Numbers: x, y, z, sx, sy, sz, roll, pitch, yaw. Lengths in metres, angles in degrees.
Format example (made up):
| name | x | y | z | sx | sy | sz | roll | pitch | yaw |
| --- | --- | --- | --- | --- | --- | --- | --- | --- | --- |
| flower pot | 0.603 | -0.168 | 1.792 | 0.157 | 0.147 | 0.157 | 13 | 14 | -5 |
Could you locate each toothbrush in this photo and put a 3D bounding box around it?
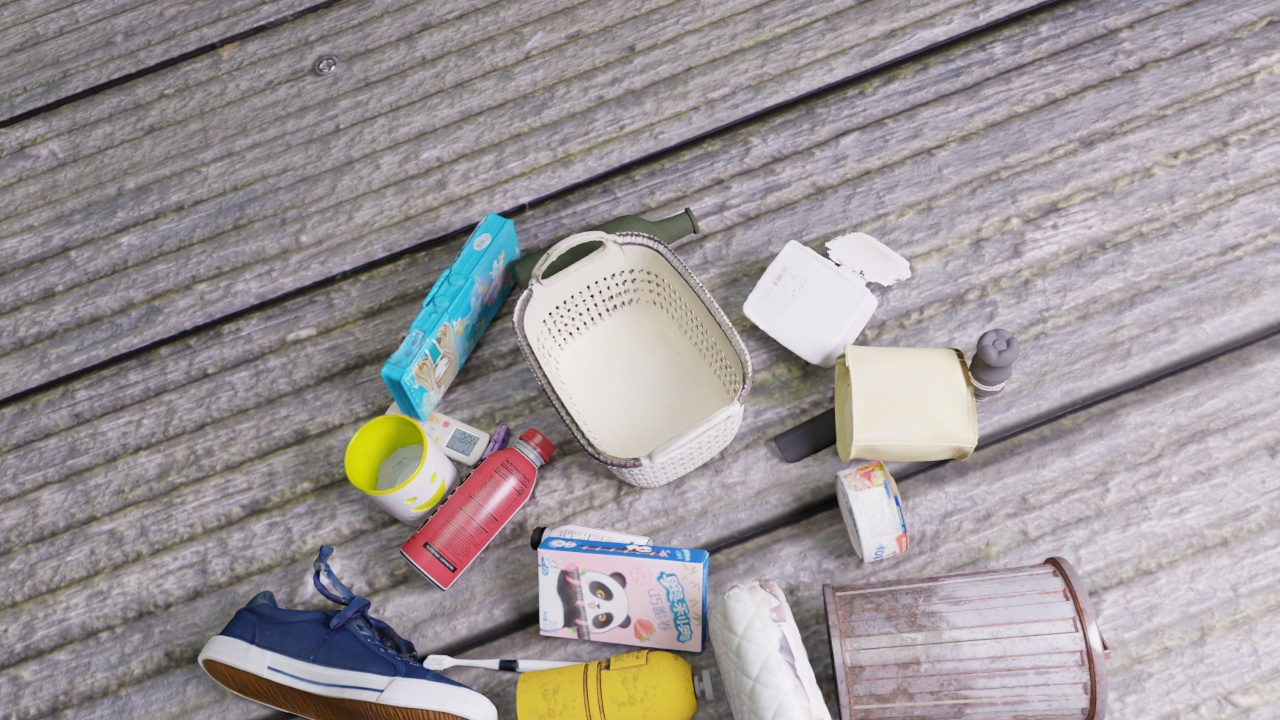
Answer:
| name | x | y | z | sx | sy | sz | roll | pitch | yaw |
| --- | --- | --- | --- | --- | --- | --- | --- | --- | --- |
| toothbrush | -0.112 | 0.284 | 0.850 | 0.187 | 0.017 | 0.012 | -1 | 93 | 10 |

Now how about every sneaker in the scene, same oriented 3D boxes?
| name | x | y | z | sx | sy | sz | roll | pitch | yaw |
| --- | --- | --- | --- | --- | --- | --- | --- | --- | --- |
| sneaker | -0.254 | 0.267 | 0.848 | 0.295 | 0.121 | 0.127 | 10 | 45 | 19 |

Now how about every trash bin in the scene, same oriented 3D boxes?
| name | x | y | z | sx | sy | sz | roll | pitch | yaw |
| --- | --- | --- | --- | --- | --- | --- | --- | --- | --- |
| trash bin | 0.262 | 0.233 | 0.744 | 0.211 | 0.131 | 0.130 | -7 | 61 | 8 |

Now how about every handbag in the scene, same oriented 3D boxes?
| name | x | y | z | sx | sy | sz | roll | pitch | yaw |
| --- | --- | --- | --- | --- | --- | --- | --- | --- | --- |
| handbag | 0.116 | 0.283 | 0.741 | 0.072 | 0.139 | 0.194 | -16 | 62 | -7 |
| handbag | 0.248 | 0.041 | 0.866 | 0.119 | 0.081 | 0.111 | 0 | 71 | 3 |

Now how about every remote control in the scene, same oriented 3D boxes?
| name | x | y | z | sx | sy | sz | roll | pitch | yaw |
| --- | --- | --- | --- | --- | --- | --- | --- | --- | --- |
| remote control | 0.203 | 0.058 | 0.912 | 0.147 | 0.015 | 0.033 | -26 | 61 | -4 |
| remote control | -0.218 | 0.076 | 0.979 | 0.126 | 0.018 | 0.038 | 21 | 68 | 19 |

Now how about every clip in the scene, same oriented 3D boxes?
| name | x | y | z | sx | sy | sz | roll | pitch | yaw |
| --- | --- | --- | --- | --- | --- | --- | --- | --- | --- |
| clip | -0.149 | 0.089 | 0.956 | 0.013 | 0.033 | 0.051 | 12 | 64 | 17 |

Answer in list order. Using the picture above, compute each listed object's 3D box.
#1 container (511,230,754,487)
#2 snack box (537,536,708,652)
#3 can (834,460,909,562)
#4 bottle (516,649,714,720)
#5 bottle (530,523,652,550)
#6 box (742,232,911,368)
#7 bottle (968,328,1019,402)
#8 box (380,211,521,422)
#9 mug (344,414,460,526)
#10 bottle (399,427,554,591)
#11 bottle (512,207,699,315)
| name | x | y | z | sx | sy | sz | roll | pitch | yaw |
| --- | --- | --- | --- | --- | --- | --- | --- | --- | --- |
| container | -0.005 | 0.005 | 0.906 | 0.184 | 0.143 | 0.251 | -30 | 61 | -8 |
| snack box | -0.016 | 0.212 | 0.836 | 0.154 | 0.033 | 0.088 | 2 | 102 | 12 |
| can | 0.208 | 0.137 | 0.829 | 0.043 | 0.086 | 0.086 | -15 | 61 | 2 |
| bottle | -0.019 | 0.293 | 0.796 | 0.164 | 0.071 | 0.071 | -11 | 61 | 5 |
| bottle | -0.048 | 0.180 | 0.879 | 0.116 | 0.041 | 0.041 | 8 | 64 | 14 |
| box | 0.201 | -0.081 | 0.948 | 0.111 | 0.101 | 0.189 | 41 | 81 | 24 |
| bottle | 0.327 | 0.009 | 0.861 | 0.036 | 0.110 | 0.036 | -4 | 62 | 8 |
| box | -0.198 | -0.049 | 0.987 | 0.039 | 0.094 | 0.226 | 20 | 62 | 16 |
| mug | -0.234 | 0.111 | 0.912 | 0.082 | 0.106 | 0.082 | -4 | 62 | 8 |
| bottle | -0.154 | 0.141 | 0.907 | 0.062 | 0.062 | 0.176 | 35 | 73 | 24 |
| bottle | -0.035 | -0.115 | 1.016 | 0.207 | 0.071 | 0.071 | -23 | 61 | -2 |
